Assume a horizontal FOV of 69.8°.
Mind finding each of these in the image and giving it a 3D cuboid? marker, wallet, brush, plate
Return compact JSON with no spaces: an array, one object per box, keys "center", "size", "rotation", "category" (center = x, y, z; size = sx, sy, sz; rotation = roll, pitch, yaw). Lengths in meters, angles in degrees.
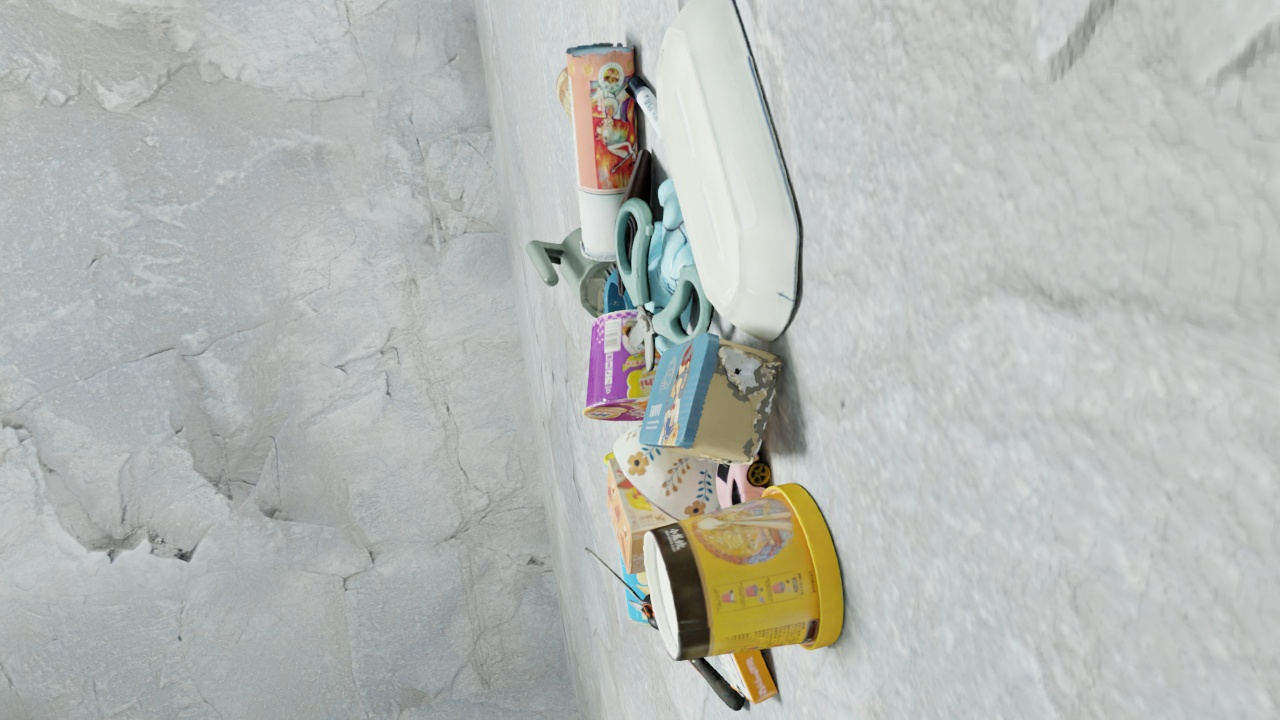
[{"center":[0.010,-0.233,0.854],"size":[0.023,0.018,0.130],"rotation":[-46,37,19],"category":"marker"},{"center":[-0.004,-0.136,0.901],"size":[0.122,0.020,0.096],"rotation":[-75,-10,-48],"category":"wallet"},{"center":[-0.011,-0.038,1.028],"size":[0.073,0.055,0.144],"rotation":[-114,18,-55],"category":"brush"},{"center":[0.055,-0.141,0.673],"size":[0.162,0.034,0.265],"rotation":[114,144,-70],"category":"plate"}]

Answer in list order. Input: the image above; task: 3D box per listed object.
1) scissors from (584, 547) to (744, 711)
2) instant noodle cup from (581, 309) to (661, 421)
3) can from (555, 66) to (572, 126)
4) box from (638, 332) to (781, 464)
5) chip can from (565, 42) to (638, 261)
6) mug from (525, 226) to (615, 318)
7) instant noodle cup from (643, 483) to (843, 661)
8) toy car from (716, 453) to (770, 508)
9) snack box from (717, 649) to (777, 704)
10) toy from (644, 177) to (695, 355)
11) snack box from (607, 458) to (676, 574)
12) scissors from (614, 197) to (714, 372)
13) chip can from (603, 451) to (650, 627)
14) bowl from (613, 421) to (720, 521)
[{"center":[0.021,0.269,0.932],"size":[0.233,0.021,0.221],"rotation":[43,164,13],"category":"scissors"},{"center":[-0.006,0.005,0.936],"size":[0.112,0.111,0.099],"rotation":[119,150,-72],"category":"instant noodle cup"},{"center":[-0.057,-0.289,1.034],"size":[0.116,0.058,0.059],"rotation":[-112,17,-48],"category":"can"},{"center":[0.048,0.033,0.722],"size":[0.184,0.062,0.089],"rotation":[155,131,-76],"category":"box"},{"center":[-0.036,-0.216,0.959],"size":[0.071,0.071,0.215],"rotation":[-120,23,-60],"category":"chip can"},{"center":[-0.066,-0.106,1.078],"size":[0.103,0.123,0.084],"rotation":[-122,42,-56],"category":"mug"},{"center":[0.068,0.157,0.658],"size":[0.118,0.114,0.118],"rotation":[169,91,-79],"category":"instant noodle cup"},{"center":[0.085,0.121,0.747],"size":[0.056,0.037,0.122],"rotation":[-146,47,-77],"category":"toy car"},{"center":[0.073,0.231,0.838],"size":[0.153,0.026,0.075],"rotation":[67,166,3],"category":"snack box"},{"center":[0.024,-0.082,0.839],"size":[0.156,0.049,0.161],"rotation":[-169,75,-76],"category":"toy"},{"center":[0.021,0.150,0.936],"size":[0.077,0.092,0.094],"rotation":[92,164,-46],"category":"snack box"},{"center":[0.005,-0.067,0.804],"size":[0.172,0.019,0.177],"rotation":[62,154,9],"category":"scissors"},{"center":[0.005,0.214,1.126],"size":[0.071,0.071,0.210],"rotation":[-148,48,-75],"category":"chip can"},{"center":[0.037,0.091,0.837],"size":[0.062,0.113,0.113],"rotation":[-51,32,16],"category":"bowl"}]
